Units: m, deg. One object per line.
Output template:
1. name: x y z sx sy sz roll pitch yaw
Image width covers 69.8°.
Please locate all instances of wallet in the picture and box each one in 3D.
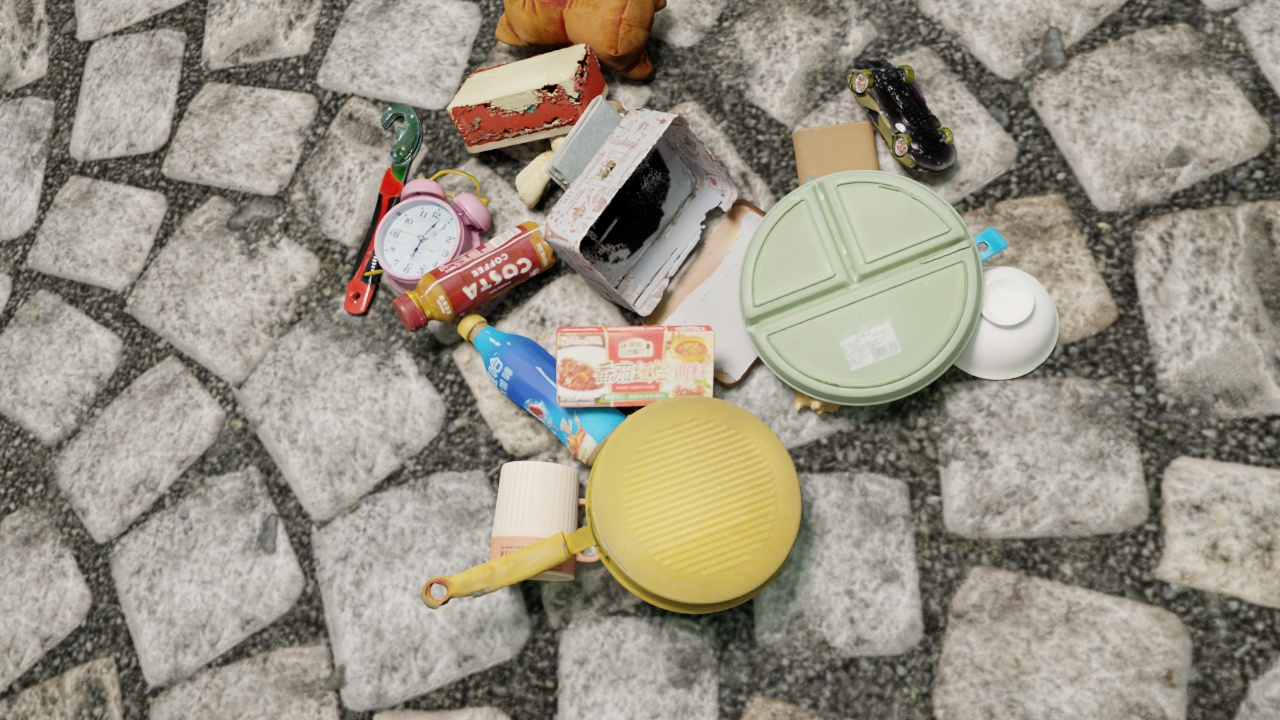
1. wallet: 0.210 -0.197 0.974 0.090 0.033 0.115 -7 71 7
2. wallet: -0.030 -0.200 0.986 0.106 0.129 0.037 -55 30 -7

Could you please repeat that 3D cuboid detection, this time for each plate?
1. plate: 0.205 -0.072 0.870 0.230 0.027 0.230 -2 84 15

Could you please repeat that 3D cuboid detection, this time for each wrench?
1. wrench: -0.305 -0.183 1.085 0.056 0.016 0.273 4 73 15

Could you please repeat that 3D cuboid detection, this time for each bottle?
1. bottle: -0.107 0.023 0.954 0.219 0.065 0.065 39 84 20
2. bottle: -0.178 -0.088 0.981 0.174 0.058 0.057 -31 68 -18

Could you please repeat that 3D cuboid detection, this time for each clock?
1. clock: -0.233 -0.144 1.035 0.117 0.060 0.158 21 77 16

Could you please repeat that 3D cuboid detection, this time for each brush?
1. brush: 0.243 -0.041 0.891 0.255 0.046 0.083 -39 66 12

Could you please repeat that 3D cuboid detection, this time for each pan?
1. pan: -0.027 0.155 0.833 0.357 0.078 0.197 -16 70 -11

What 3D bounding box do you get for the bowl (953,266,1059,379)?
1. bowl: 0.345 -0.046 0.881 0.118 0.065 0.118 -3 73 11

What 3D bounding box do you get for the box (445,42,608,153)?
1. box: -0.130 -0.297 1.020 0.169 0.076 0.091 -6 45 25

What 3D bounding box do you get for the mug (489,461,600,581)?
1. mug: -0.088 0.161 0.905 0.114 0.082 0.105 8 71 -14

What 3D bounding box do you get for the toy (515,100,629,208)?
1. toy: -0.076 -0.232 1.035 0.157 0.066 0.105 -37 27 3

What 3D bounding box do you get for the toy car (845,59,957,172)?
1. toy car: 0.274 -0.257 0.967 0.070 0.042 0.158 -13 66 -25

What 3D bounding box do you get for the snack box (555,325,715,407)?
1. snack box: -0.005 0.005 0.891 0.153 0.025 0.075 -1 106 -6

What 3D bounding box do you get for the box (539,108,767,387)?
1. box: 0.045 -0.116 0.952 0.270 0.134 0.179 39 83 -11

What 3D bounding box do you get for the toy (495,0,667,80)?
1. toy: -0.072 -0.403 1.053 0.200 0.130 0.140 17 106 11

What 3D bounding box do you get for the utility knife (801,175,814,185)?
1. utility knife: 0.216 -0.096 0.934 0.031 0.021 0.205 -32 88 13
